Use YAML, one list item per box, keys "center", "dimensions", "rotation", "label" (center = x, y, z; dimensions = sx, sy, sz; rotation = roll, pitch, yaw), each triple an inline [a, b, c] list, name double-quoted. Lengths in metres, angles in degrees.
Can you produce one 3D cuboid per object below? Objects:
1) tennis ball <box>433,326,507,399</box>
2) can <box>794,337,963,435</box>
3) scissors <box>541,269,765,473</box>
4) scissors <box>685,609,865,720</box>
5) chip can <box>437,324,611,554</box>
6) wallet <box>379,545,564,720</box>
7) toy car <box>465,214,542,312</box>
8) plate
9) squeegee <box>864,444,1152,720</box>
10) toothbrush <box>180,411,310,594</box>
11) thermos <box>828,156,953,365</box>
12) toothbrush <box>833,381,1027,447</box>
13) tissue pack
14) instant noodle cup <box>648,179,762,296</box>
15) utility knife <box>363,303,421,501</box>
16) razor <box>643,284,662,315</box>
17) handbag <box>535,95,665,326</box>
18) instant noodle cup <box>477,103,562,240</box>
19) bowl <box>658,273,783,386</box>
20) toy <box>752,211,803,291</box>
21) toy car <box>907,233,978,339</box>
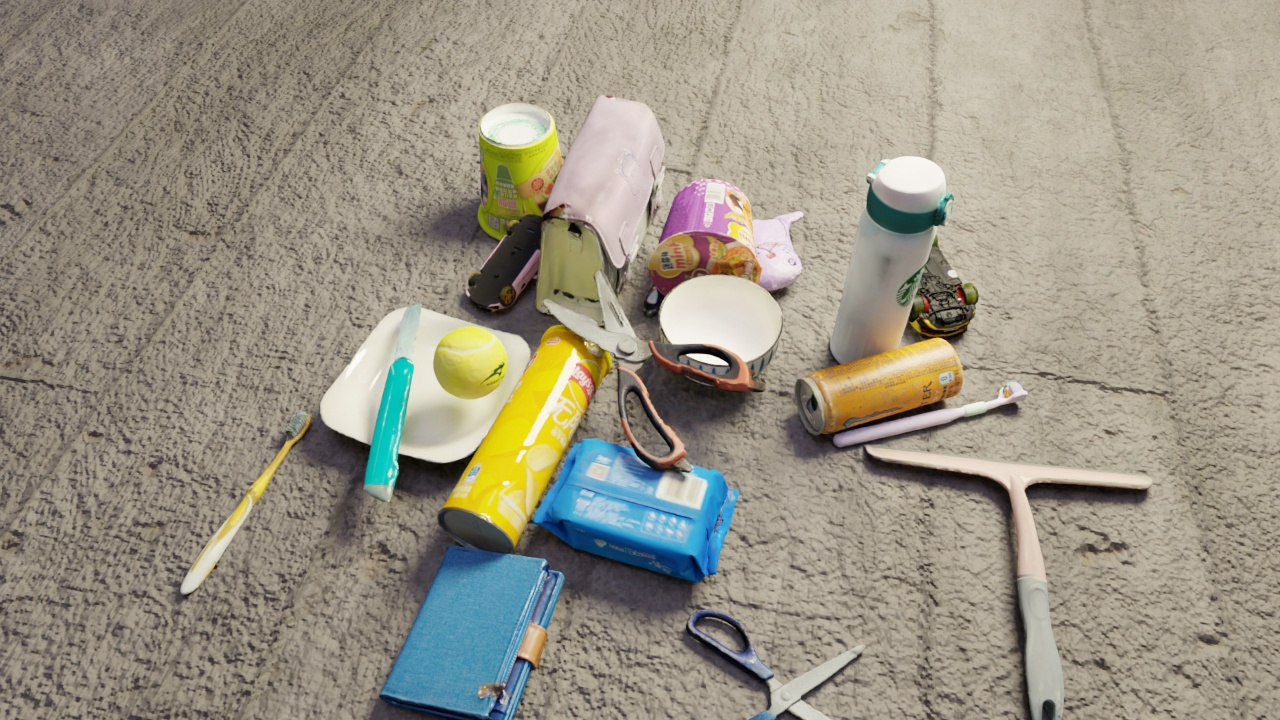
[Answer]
- center: [-0.152, 0.002, 0.820]
  dimensions: [0.065, 0.066, 0.065]
  rotation: [0, 50, 0]
  label: "tennis ball"
- center: [0.220, 0.024, 0.846]
  dimensions: [0.146, 0.058, 0.058]
  rotation: [-15, 51, -11]
  label: "can"
- center: [0.003, 0.004, 0.809]
  dimensions: [0.227, 0.015, 0.188]
  rotation: [12, 58, 8]
  label: "scissors"
- center: [0.096, 0.249, 0.688]
  dimensions: [0.172, 0.012, 0.162]
  rotation: [-26, 54, -21]
  label: "scissors"
- center: [-0.097, 0.066, 0.808]
  dimensions: [0.072, 0.072, 0.212]
  rotation: [16, 53, 14]
  label: "chip can"
- center: [-0.126, 0.211, 0.707]
  dimensions: [0.106, 0.040, 0.132]
  rotation: [6, 50, 17]
  label: "wallet"
- center: [-0.133, -0.101, 0.967]
  dimensions: [0.056, 0.037, 0.122]
  rotation: [26, 72, 30]
  label: "toy car"
- center: [-0.199, 0.027, 0.865]
  dimensions: [0.164, 0.034, 0.163]
  rotation: [17, 52, 13]
  label: "plate"
- center: [0.311, 0.172, 0.734]
  dimensions: [0.248, 0.040, 0.248]
  rotation: [6, 51, 5]
  label: "squeegee"
- center: [-0.342, 0.118, 0.800]
  dimensions: [0.016, 0.018, 0.190]
  rotation: [13, 51, 14]
  label: "toothbrush"
- center: [0.223, -0.080, 0.825]
  dimensions: [0.073, 0.225, 0.073]
  rotation: [0, 50, 0]
  label: "thermos"
- center: [0.267, 0.051, 0.848]
  dimensions: [0.189, 0.021, 0.029]
  rotation: [-14, 9, -9]
  label: "toothbrush"
- center: [-0.002, 0.124, 0.769]
  dimensions: [0.157, 0.052, 0.094]
  rotation: [14, 49, 12]
  label: "tissue pack"
- center: [0.069, -0.123, 0.938]
  dimensions: [0.111, 0.112, 0.099]
  rotation: [5, 50, 5]
  label: "instant noodle cup"
- center: [-0.219, 0.031, 0.830]
  dimensions: [0.029, 0.013, 0.222]
  rotation: [-1, 52, 2]
  label: "utility knife"
- center: [0.029, -0.102, 0.980]
  dimensions: [0.043, 0.022, 0.142]
  rotation: [12, 51, 13]
  label: "razor"
- center: [-0.038, -0.156, 0.946]
  dimensions: [0.098, 0.145, 0.196]
  rotation: [10, 51, 12]
  label: "handbag"
- center: [-0.130, -0.209, 1.004]
  dimensions: [0.111, 0.124, 0.111]
  rotation: [0, 50, 0]
  label: "instant noodle cup"
- center: [0.075, -0.020, 0.880]
  dimensions: [0.116, 0.066, 0.116]
  rotation: [0, 51, 0]
  label: "bowl"
- center: [0.139, -0.116, 0.977]
  dimensions: [0.084, 0.039, 0.107]
  rotation: [-9, 49, 7]
  label: "toy"
- center: [0.290, -0.088, 0.950]
  dimensions: [0.071, 0.041, 0.155]
  rotation: [-11, 52, -9]
  label: "toy car"
